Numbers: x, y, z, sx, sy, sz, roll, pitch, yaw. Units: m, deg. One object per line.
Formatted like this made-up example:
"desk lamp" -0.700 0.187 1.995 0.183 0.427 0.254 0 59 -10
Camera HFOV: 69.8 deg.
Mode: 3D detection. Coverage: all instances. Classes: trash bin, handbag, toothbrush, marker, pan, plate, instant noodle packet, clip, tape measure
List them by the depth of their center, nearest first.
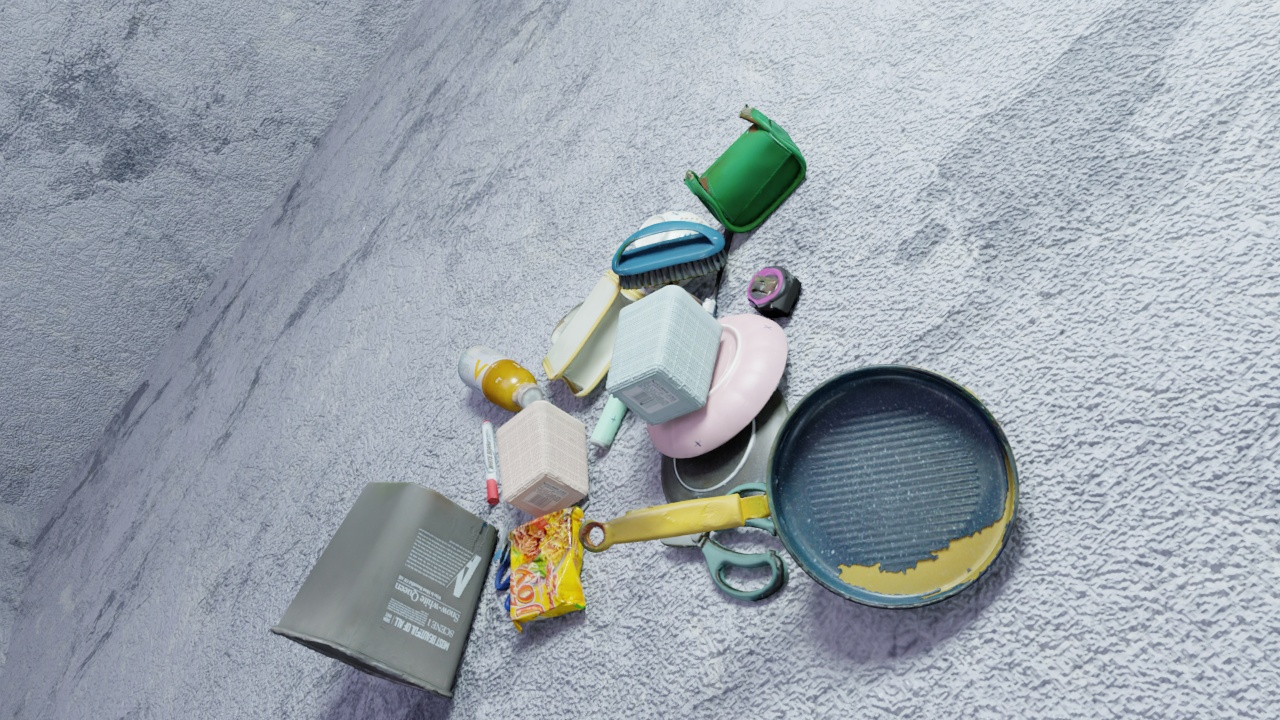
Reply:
"pan" 0.125 0.117 0.763 0.358 0.078 0.197 -13 78 17
"plate" 0.084 0.091 0.993 0.180 0.024 0.179 -28 46 33
"plate" 0.073 0.018 1.012 0.193 0.039 0.192 -35 30 23
"tape measure" 0.148 -0.078 1.030 0.058 0.039 0.057 13 74 52
"instant noodle packet" -0.112 0.245 1.075 0.111 0.044 0.128 -25 53 29
"handbag" 0.125 -0.230 1.102 0.131 0.120 0.068 -43 45 14
"toothbrush" 0.102 -0.130 1.142 0.016 0.018 0.180 -7 57 41
"toothbrush" -0.007 0.007 1.153 0.026 0.027 0.224 95 -160 -79
"trash bin" -0.307 0.285 1.164 0.199 0.199 0.219 -6 53 45
"clip" -0.170 0.233 1.172 0.025 0.032 0.057 -41 27 56
"handbag" -0.068 -0.043 1.243 0.163 0.063 0.179 -54 22 4
"marker" -0.212 0.141 1.294 0.017 0.017 0.145 -38 41 23

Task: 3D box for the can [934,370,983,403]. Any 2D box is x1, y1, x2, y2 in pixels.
"can" 0.234 0.082 0.804 0.147 0.058 0.058 -53 37 6

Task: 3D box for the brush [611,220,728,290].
"brush" 0.031 -0.133 1.117 0.144 0.073 0.055 -12 33 15

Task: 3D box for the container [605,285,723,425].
"container" 0.024 -0.002 0.970 0.090 0.090 0.111 -25 38 37

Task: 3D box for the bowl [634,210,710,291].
"bowl" 0.033 -0.151 1.196 0.114 0.062 0.113 -28 44 31

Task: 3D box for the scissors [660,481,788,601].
"scissors" 0.079 0.191 0.921 0.180 0.019 0.143 -16 63 39

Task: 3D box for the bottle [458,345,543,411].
"bottle" -0.199 0.029 1.317 0.190 0.068 0.068 24 83 53

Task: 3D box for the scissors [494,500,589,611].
"scissors" -0.126 0.230 1.138 0.133 0.012 0.172 1 63 49

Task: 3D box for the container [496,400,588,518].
"container" -0.120 0.127 1.136 0.090 0.090 0.110 -37 39 23

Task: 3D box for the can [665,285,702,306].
"can" 0.024 -0.022 1.117 0.053 0.053 0.132 19 79 52
